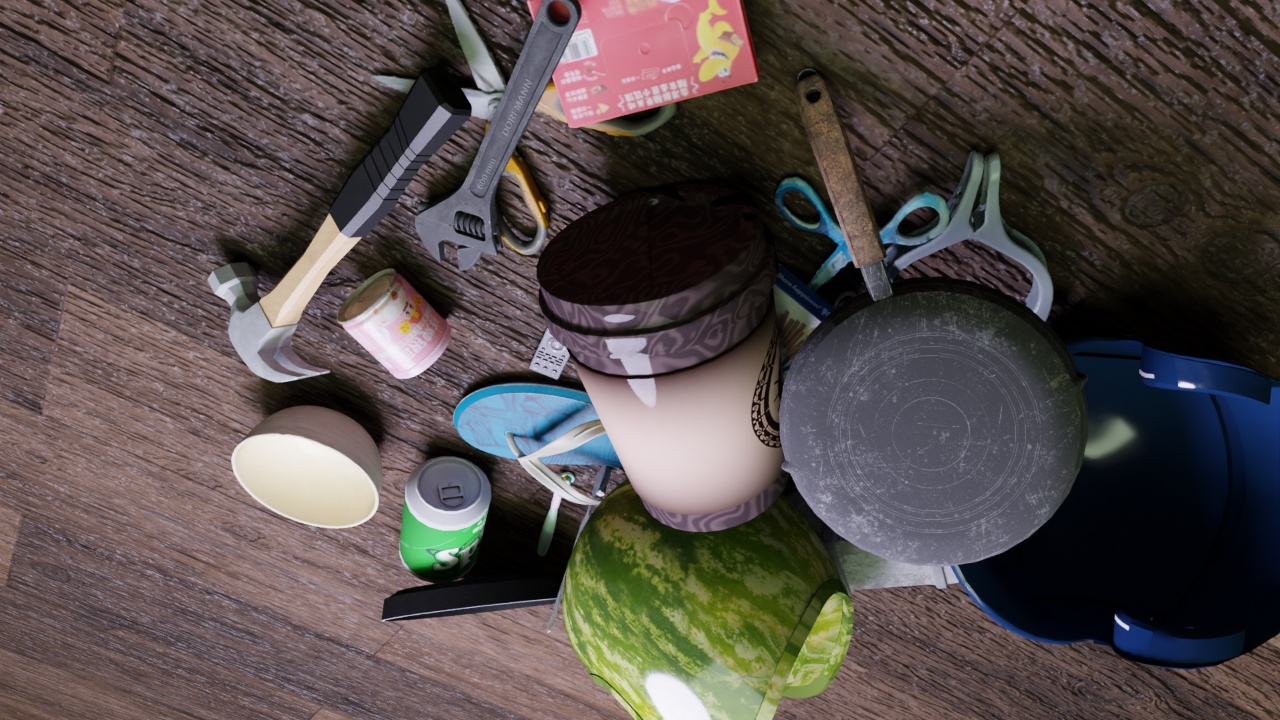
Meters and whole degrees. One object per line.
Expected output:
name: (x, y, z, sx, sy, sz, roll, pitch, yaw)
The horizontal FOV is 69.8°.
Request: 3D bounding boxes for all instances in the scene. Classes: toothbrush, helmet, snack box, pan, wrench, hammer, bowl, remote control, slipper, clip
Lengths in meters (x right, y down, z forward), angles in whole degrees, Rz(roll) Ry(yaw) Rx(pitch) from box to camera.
toothbrush: (-0.058, 0.182, 0.900, 0.010, 0.181, 0.010, -20, 130, 43)
helmet: (0.333, 0.095, 0.697, 0.272, 0.232, 0.223, 3, -177, -22)
snack box: (0.003, -0.210, 0.596, 0.133, 0.021, 0.089, -10, 121, 16)
pan: (0.168, -0.026, 0.613, 0.208, 0.040, 0.357, -20, 94, 16)
helmet: (0.049, 0.208, 0.818, 0.247, 0.212, 0.243, 22, 111, 32)
toothbrush: (-0.097, 0.173, 1.014, 0.022, 0.015, 0.155, -11, 142, -27)
wrench: (-0.104, -0.152, 0.659, 0.073, 0.018, 0.274, 32, 139, -7)
hammer: (-0.237, -0.099, 0.720, 0.329, 0.039, 0.131, -39, 77, 33)
bowl: (-0.331, 0.098, 0.947, 0.151, 0.075, 0.151, 6, 136, 6)
remote control: (-0.064, -0.032, 0.809, 0.030, 0.009, 0.140, 22, 134, -10)
hammer: (0.196, 0.081, 0.827, 0.177, 0.079, 0.326, -10, 126, 21)
snack box: (0.112, 0.000, 0.763, 0.082, 0.026, 0.150, 42, 140, 19)
slipper: (-0.041, 0.086, 0.888, 0.295, 0.060, 0.118, 11, 132, 0)
clip: (0.252, -0.066, 0.697, 0.165, 0.032, 0.165, 33, 132, -21)
pan: (-0.112, 0.264, 1.049, 0.356, 0.034, 0.226, -4, 164, -8)

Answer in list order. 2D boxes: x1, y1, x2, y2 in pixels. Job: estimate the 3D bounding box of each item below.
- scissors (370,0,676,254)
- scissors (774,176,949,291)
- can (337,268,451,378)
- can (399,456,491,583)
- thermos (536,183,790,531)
scissors: (-0.080, -0.174, 0.669, 0.230, 0.016, 0.225, -4, 131, 17)
scissors: (0.158, -0.094, 0.680, 0.140, 0.011, 0.134, 38, 139, -5)
can: (-0.213, -0.031, 0.800, 0.067, 0.067, 0.076, -21, 126, 28)
can: (-0.211, 0.172, 0.986, 0.088, 0.087, 0.140, 16, 135, -4)
thermos: (0.033, 0.006, 0.696, 0.173, 0.172, 0.226, -6, 126, 17)
